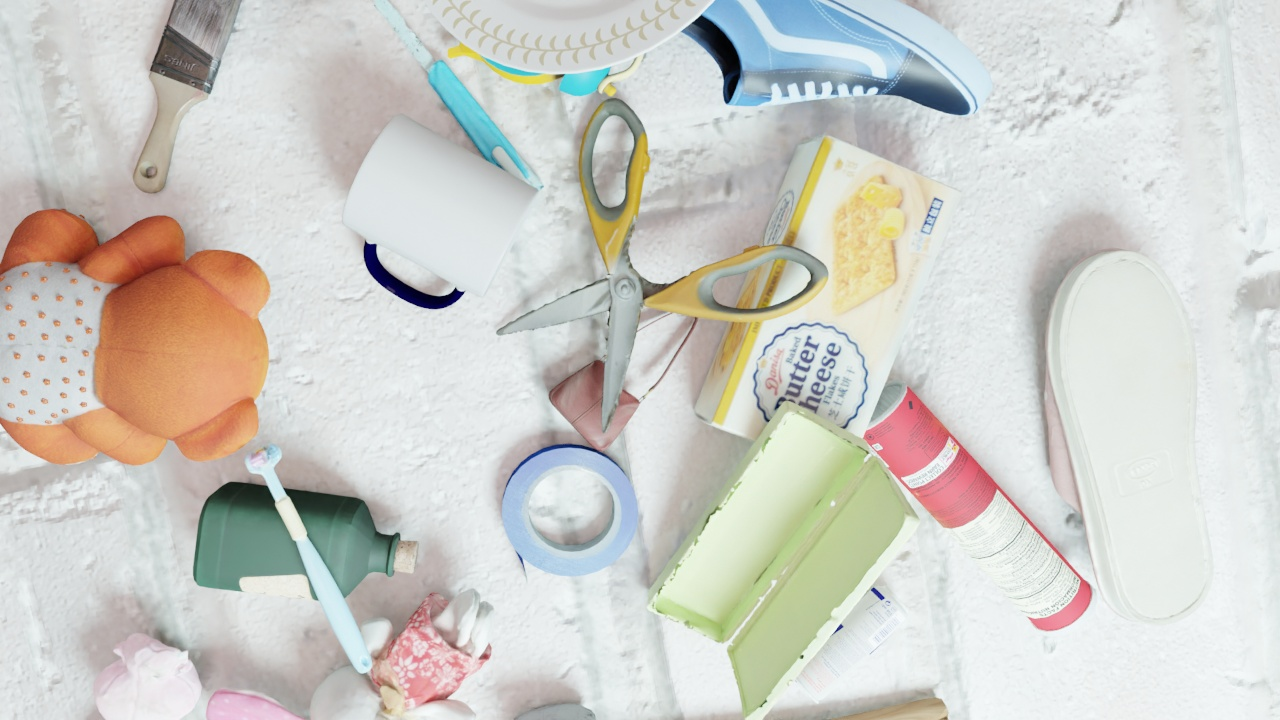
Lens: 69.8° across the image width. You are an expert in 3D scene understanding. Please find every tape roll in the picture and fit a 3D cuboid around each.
[{"bbox_3d":[-0.049,0.104,0.639,0.093,0.016,0.091,-15,97,-6],"label":"tape roll"}]

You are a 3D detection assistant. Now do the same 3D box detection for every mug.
[{"bbox_3d":[-0.133,-0.084,0.587,0.097,0.078,0.112,28,119,-9],"label":"mug"}]

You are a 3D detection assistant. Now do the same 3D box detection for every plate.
[{"bbox_3d":[-0.036,-0.291,0.552,0.243,0.016,0.242,0,89,17],"label":"plate"}]

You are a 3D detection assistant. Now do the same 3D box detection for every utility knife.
[{"bbox_3d":[-0.120,-0.175,0.604,0.022,0.015,0.162,-37,100,-3],"label":"utility knife"}]

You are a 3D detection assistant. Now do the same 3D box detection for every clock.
[{"bbox_3d":[-0.058,-0.224,0.596,0.129,0.043,0.099,4,95,0],"label":"clock"}]

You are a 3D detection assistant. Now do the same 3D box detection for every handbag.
[{"bbox_3d":[-0.004,0.004,0.634,0.119,0.029,0.055,-44,93,-7],"label":"handbag"}]

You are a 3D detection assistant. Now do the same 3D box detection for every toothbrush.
[{"bbox_3d":[-0.199,0.123,0.559,0.022,0.016,0.155,-31,103,-40],"label":"toothbrush"}]

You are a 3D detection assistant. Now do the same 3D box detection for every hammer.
[{"bbox_3d":[0.067,0.283,0.660,0.328,0.052,0.098,-5,96,-10],"label":"hammer"}]

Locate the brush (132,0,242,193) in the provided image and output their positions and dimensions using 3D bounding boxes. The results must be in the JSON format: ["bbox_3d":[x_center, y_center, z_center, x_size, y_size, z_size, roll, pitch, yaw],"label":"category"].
[{"bbox_3d":[-0.292,-0.179,0.584,0.039,0.012,0.151,21,93,-9],"label":"brush"}]

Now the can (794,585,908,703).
[{"bbox_3d":[0.151,0.205,0.666,0.095,0.032,0.032,-42,99,-2],"label":"can"}]

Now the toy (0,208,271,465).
[{"bbox_3d":[-0.310,-0.009,0.565,0.172,0.093,0.164,5,92,5],"label":"toy"}]

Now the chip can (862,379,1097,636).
[{"bbox_3d":[0.238,0.106,0.658,0.052,0.052,0.214,-44,99,-2],"label":"chip can"}]

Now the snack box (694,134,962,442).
[{"bbox_3d":[0.124,-0.037,0.627,0.104,0.057,0.208,21,92,-8],"label":"snack box"}]

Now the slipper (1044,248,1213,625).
[{"bbox_3d":[0.350,0.056,0.666,0.114,0.054,0.274,-10,94,-6],"label":"slipper"}]

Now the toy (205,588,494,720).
[{"bbox_3d":[-0.169,0.228,0.604,0.194,0.084,0.159,-41,86,-1],"label":"toy"}]

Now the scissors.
[{"bbox_3d":[0.003,-0.069,0.604,0.225,0.016,0.229,-13,84,13],"label":"scissors"}]

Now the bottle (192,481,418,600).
[{"bbox_3d":[-0.212,0.120,0.598,0.131,0.061,0.061,9,96,-8],"label":"bottle"}]

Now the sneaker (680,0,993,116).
[{"bbox_3d":[0.105,-0.194,0.595,0.241,0.083,0.098,23,93,-11],"label":"sneaker"}]

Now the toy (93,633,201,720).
[{"bbox_3d":[-0.325,0.227,0.603,0.063,0.047,0.110,20,102,-1],"label":"toy"}]

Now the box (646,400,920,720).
[{"bbox_3d":[0.093,0.130,0.606,0.127,0.066,0.188,44,116,31],"label":"box"}]
